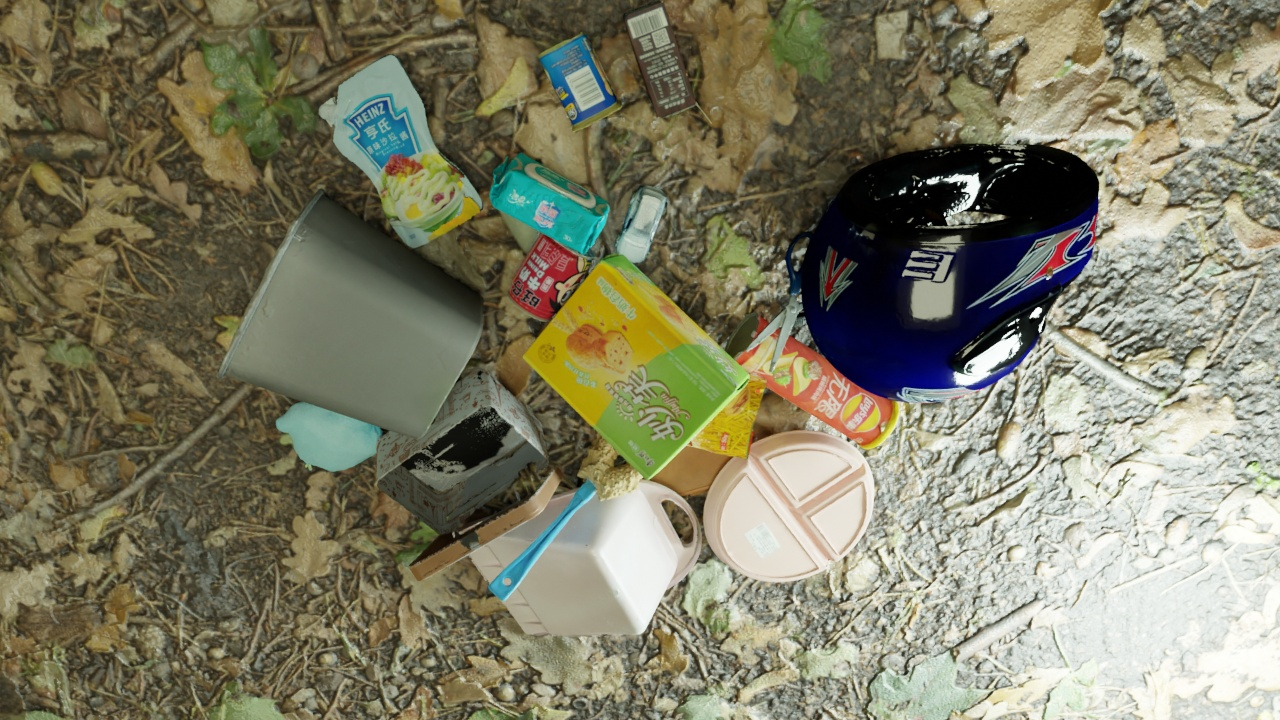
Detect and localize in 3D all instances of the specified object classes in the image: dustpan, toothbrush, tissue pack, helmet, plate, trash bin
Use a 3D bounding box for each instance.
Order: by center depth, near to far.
[{"bbox_3d":[0.325,-0.083,0.982,0.314,0.247,0.241,-18,128,-21],"label":"helmet"},{"bbox_3d":[-0.100,-0.175,1.001,0.133,0.093,0.050,27,112,-13],"label":"tissue pack"},{"bbox_3d":[-0.305,-0.039,1.001,0.219,0.199,0.199,28,106,-19],"label":"trash bin"},{"bbox_3d":[0.264,-0.053,1.105,0.189,0.014,0.017,-3,119,-1],"label":"toothbrush"},{"bbox_3d":[0.194,0.194,1.177,0.229,0.028,0.230,-4,117,-9],"label":"plate"},{"bbox_3d":[-0.066,0.251,1.196,0.274,0.138,0.223,-2,128,30],"label":"dustpan"}]

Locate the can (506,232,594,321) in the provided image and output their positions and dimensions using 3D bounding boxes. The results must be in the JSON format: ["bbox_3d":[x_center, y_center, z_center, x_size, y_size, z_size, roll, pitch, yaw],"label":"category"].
[{"bbox_3d":[-0.103,-0.098,1.045,0.066,0.066,0.094,31,108,-13],"label":"can"}]

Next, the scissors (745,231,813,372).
[{"bbox_3d":[0.178,-0.073,1.059,0.165,0.012,0.156,-18,95,-20],"label":"scissors"}]

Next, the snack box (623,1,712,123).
[{"bbox_3d":[0.026,-0.302,0.943,0.053,0.113,0.126,-18,111,6],"label":"snack box"}]

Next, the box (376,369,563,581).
[{"bbox_3d":[-0.199,0.152,1.066,0.183,0.187,0.155,-35,125,11],"label":"box"}]

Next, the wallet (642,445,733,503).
[{"bbox_3d":[0.063,0.123,1.159,0.132,0.031,0.108,-17,111,5],"label":"wallet"}]

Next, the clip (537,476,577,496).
[{"bbox_3d":[-0.084,0.179,1.178,0.100,0.034,0.071,17,110,-18],"label":"clip"}]

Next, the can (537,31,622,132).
[{"bbox_3d":[-0.063,-0.290,0.952,0.057,0.102,0.083,-25,108,8],"label":"can"}]

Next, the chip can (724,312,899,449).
[{"bbox_3d":[0.205,0.026,1.105,0.216,0.073,0.073,30,108,-12],"label":"chip can"}]

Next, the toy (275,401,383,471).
[{"bbox_3d":[-0.353,0.079,1.117,0.161,0.050,0.156,25,101,-19],"label":"toy"}]

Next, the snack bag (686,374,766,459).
[{"bbox_3d":[0.040,0.045,1.101,0.208,0.073,0.129,15,113,9],"label":"snack bag"}]

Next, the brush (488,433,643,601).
[{"bbox_3d":[-0.082,0.179,1.078,0.083,0.046,0.254,41,70,7],"label":"brush"}]

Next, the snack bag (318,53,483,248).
[{"bbox_3d":[-0.263,-0.224,1.006,0.110,0.038,0.191,-24,110,19],"label":"snack bag"}]

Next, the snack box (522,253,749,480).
[{"bbox_3d":[-0.006,0.006,1.038,0.210,0.069,0.158,44,113,6],"label":"snack box"}]

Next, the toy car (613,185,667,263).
[{"bbox_3d":[0.001,-0.154,1.045,0.043,0.034,0.091,18,112,-12],"label":"toy car"}]
